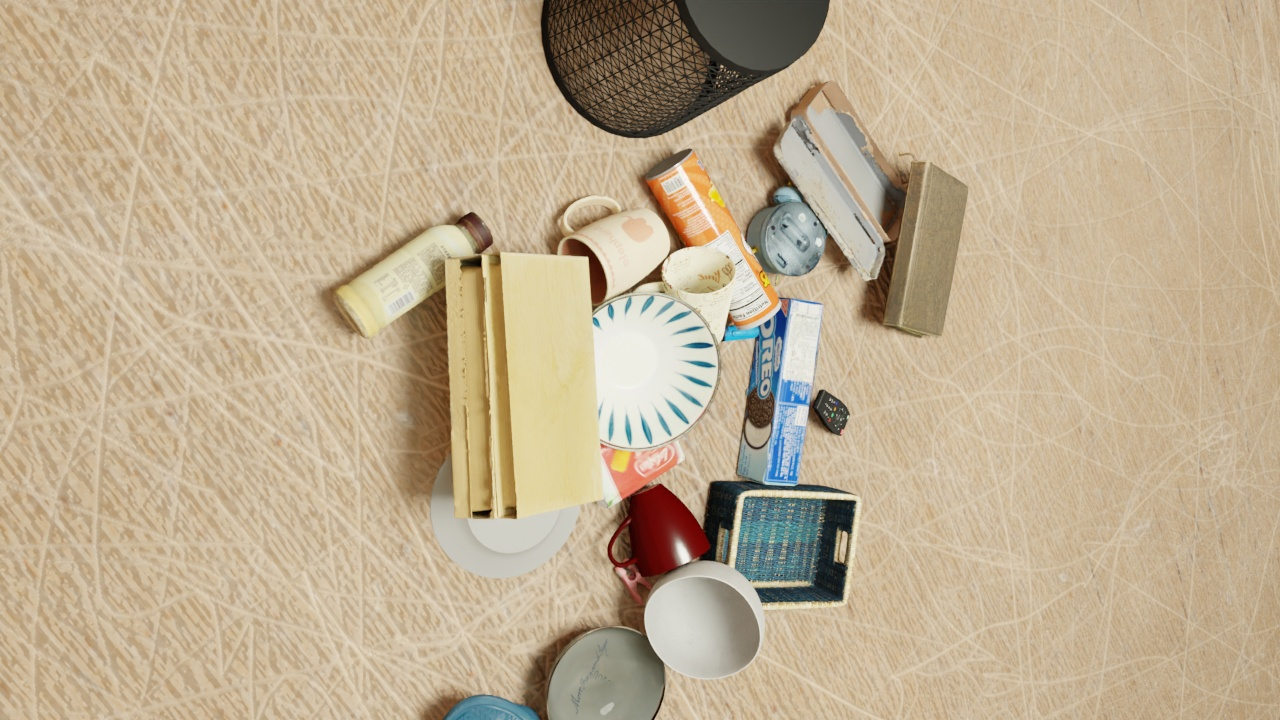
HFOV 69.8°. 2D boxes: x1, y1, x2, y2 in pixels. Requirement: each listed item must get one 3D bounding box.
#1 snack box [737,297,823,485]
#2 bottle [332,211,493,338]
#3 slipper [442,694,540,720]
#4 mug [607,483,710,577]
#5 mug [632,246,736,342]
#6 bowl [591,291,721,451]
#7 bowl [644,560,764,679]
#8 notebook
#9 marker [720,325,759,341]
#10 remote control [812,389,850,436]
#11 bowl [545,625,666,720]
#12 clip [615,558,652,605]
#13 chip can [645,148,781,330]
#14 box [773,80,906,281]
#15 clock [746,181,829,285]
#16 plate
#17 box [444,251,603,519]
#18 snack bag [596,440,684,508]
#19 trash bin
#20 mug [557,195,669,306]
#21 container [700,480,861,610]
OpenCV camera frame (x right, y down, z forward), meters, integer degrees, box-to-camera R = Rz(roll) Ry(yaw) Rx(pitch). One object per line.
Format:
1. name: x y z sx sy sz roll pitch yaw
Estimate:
1. snack box: 0.171 0.037 1.121 0.059 0.059 0.226 7 93 -31
2. bottle: -0.221 -0.088 0.906 0.161 0.057 0.056 -38 111 -19
3. slipper: -0.144 0.426 1.000 0.103 0.059 0.214 -46 127 -6
4. mug: 0.011 0.194 1.046 0.114 0.087 0.088 -22 87 -18
5. mug: 0.045 -0.063 1.029 0.122 0.081 0.097 -7 136 -3
6. bowl: -0.006 0.006 1.010 0.177 0.071 0.177 -4 105 -15
7. bowl: 0.074 0.284 1.032 0.132 0.064 0.132 4 107 13
8. notebook: 0.358 -0.143 1.173 0.189 0.034 0.215 9 92 -51
9. marker: 0.089 -0.030 1.095 0.122 0.015 0.018 -6 98 -25
10. remote control: 0.239 0.065 1.152 0.124 0.010 0.039 36 77 -58
11. bowl: -0.048 0.366 1.042 0.150 0.057 0.151 -2 95 -28
12. clip: -0.011 0.261 1.072 0.038 0.022 0.059 -37 105 -17
13. chip can: 0.086 -0.137 1.055 0.062 0.062 0.210 -41 111 -18
14. box: 0.251 -0.218 1.127 0.216 0.059 0.153 49 60 -23
15. clock: 0.181 -0.156 1.110 0.089 0.052 0.124 41 76 -23
16. plate: -0.139 0.154 0.994 0.172 0.019 0.173 -3 97 -27
17. box: -0.110 0.022 0.895 0.123 0.140 0.249 -3 90 14
18. snack bag: -0.012 0.107 1.046 0.115 0.036 0.077 -30 107 -22
19. trash bin: 0.047 -0.347 0.912 0.216 0.243 0.217 -3 96 -27
20. mug: -0.034 -0.129 0.992 0.104 0.085 0.111 -32 80 -31
21. container: 0.171 0.226 1.132 0.187 0.071 0.145 6 92 -28
